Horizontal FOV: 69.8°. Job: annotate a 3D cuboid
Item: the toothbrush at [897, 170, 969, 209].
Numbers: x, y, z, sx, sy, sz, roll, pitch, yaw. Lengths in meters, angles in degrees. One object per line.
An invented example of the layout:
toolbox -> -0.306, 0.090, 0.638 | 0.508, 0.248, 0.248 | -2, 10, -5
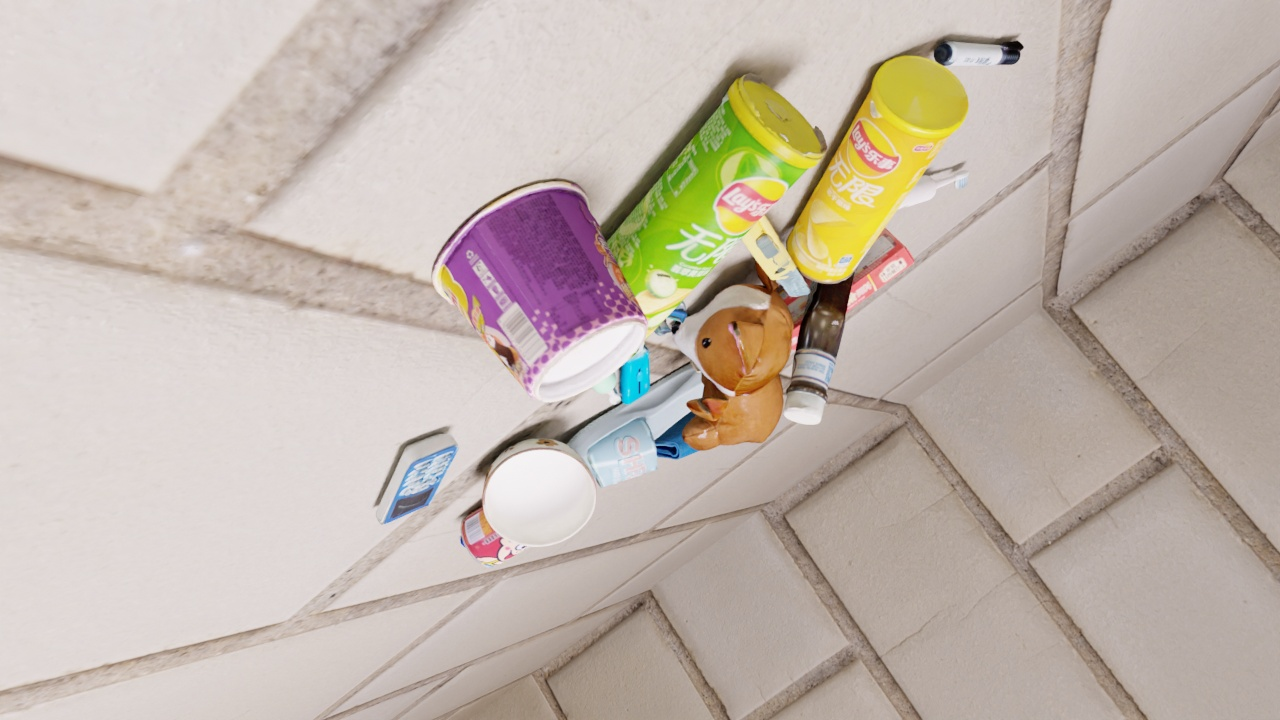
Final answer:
toothbrush -> 0.268, -0.167, 0.915 | 0.220, 0.027, 0.026 | -21, 117, -38

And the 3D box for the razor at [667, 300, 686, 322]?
razor -> 0.027, -0.078, 0.729 | 0.042, 0.022, 0.143 | 13, 151, -1

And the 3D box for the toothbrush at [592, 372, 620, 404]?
toothbrush -> -0.038, 0.010, 0.834 | 0.026, 0.027, 0.224 | -21, 162, 1

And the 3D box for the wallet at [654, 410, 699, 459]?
wallet -> 0.060, 0.091, 1.143 | 0.132, 0.040, 0.107 | -18, -169, -39

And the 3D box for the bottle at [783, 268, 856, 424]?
bottle -> 0.173, -0.035, 0.872 | 0.080, 0.044, 0.194 | 90, 15, -71

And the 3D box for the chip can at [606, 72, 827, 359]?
chip can -> 0.024, -0.084, 0.618 | 0.072, 0.072, 0.222 | -12, 153, -51

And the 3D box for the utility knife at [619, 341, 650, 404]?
utility knife -> -0.005, 0.005, 0.877 | 0.034, 0.018, 0.207 | -29, 165, -9

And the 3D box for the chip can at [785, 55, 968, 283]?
chip can -> 0.184, -0.145, 0.746 | 0.072, 0.072, 0.214 | -27, 162, -21

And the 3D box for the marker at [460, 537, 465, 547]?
marker -> -0.161, 0.173, 1.065 | 0.146, 0.017, 0.016 | -43, 161, 26

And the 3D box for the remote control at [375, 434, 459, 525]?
remote control -> -0.197, 0.104, 0.801 | 0.048, 0.024, 0.125 | -20, 157, -38

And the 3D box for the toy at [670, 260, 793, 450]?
toy -> 0.090, -0.005, 0.889 | 0.200, 0.130, 0.139 | 102, 4, -55

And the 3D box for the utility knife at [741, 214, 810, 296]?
utility knife -> 0.108, -0.096, 0.769 | 0.031, 0.020, 0.195 | -26, 154, 15

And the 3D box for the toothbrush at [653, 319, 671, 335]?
toothbrush -> -0.016, -0.034, 0.770 | 0.016, 0.017, 0.187 | -37, 164, 20

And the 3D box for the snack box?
snack box -> 0.204, -0.079, 0.959 | 0.153, 0.075, 0.025 | -38, 121, 12

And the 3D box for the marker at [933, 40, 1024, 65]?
marker -> 0.270, -0.244, 0.728 | 0.130, 0.018, 0.023 | -17, 148, -44

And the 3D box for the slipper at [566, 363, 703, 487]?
slipper -> 0.006, 0.086, 1.029 | 0.245, 0.074, 0.104 | -34, 162, -13

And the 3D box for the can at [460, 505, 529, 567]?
can -> -0.143, 0.179, 1.015 | 0.094, 0.066, 0.066 | -33, 164, 17

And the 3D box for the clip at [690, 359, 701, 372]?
clip -> 0.108, -0.024, 1.004 | 0.104, 0.034, 0.081 | -14, 158, -29

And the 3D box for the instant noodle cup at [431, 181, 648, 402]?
instant noodle cup -> -0.054, -0.036, 0.562 | 0.111, 0.099, 0.112 | -32, 164, -11

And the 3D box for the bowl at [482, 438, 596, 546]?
bowl -> -0.103, 0.124, 0.929 | 0.113, 0.113, 0.062 | -36, -156, 7
